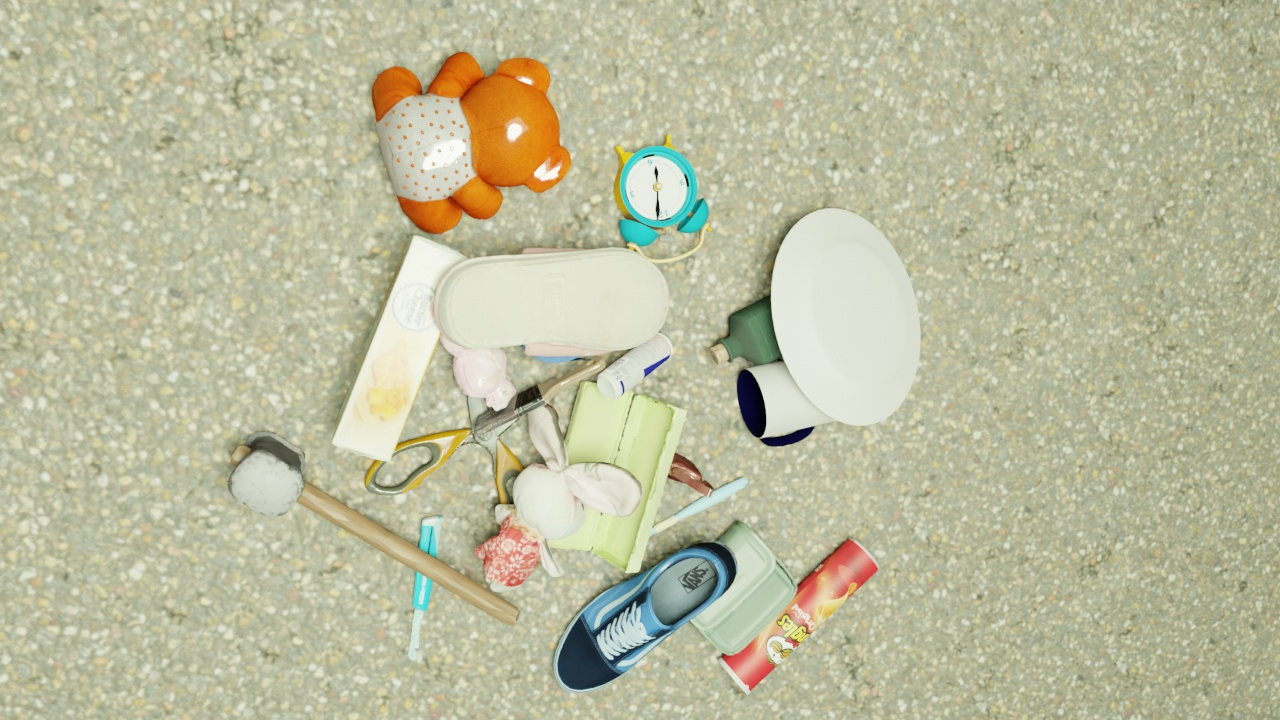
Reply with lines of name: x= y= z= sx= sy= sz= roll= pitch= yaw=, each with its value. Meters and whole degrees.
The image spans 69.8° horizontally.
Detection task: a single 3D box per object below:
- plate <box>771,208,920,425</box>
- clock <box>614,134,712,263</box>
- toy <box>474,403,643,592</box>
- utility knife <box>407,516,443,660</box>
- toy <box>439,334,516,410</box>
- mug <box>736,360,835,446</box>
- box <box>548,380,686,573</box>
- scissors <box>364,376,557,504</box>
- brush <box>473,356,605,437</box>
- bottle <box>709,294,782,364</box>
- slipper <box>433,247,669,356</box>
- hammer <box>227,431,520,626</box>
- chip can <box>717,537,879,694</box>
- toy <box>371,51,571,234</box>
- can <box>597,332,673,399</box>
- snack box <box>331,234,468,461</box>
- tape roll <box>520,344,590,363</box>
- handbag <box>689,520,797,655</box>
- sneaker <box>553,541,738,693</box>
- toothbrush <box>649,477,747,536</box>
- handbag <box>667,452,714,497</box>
plate: x=0.235 y=-0.050 z=1.005 sx=0.242 sy=0.016 sz=0.242 roll=7 pitch=78 yaw=-36
clock: x=0.020 y=-0.168 z=0.966 sx=0.099 sy=0.044 sz=0.129 roll=-17 pitch=95 yaw=-14
toy: x=-0.099 y=0.157 z=0.929 sx=0.159 sy=0.084 sz=0.194 roll=35 pitch=100 yaw=25
utility knife: x=-0.227 y=0.241 z=0.968 sx=0.022 sy=0.015 sz=0.162 roll=6 pitch=99 yaw=-16
toy: x=-0.166 y=-0.001 z=0.917 sx=0.047 sy=0.063 sz=0.110 roll=-14 pitch=118 yaw=21
mug: x=0.167 y=0.051 z=1.029 sx=0.096 sy=0.078 sz=0.112 roll=-11 pitch=129 yaw=-15
box: x=-0.029 y=0.123 z=0.991 sx=0.127 sy=0.066 sz=0.188 roll=14 pitch=93 yaw=1
scissors: x=-0.168 y=0.101 z=0.963 sx=0.225 sy=0.016 sz=0.230 roll=-33 pitch=105 yaw=-12
brush: x=-0.103 y=0.035 z=0.937 sx=0.151 sy=0.039 sz=0.012 roll=-28 pitch=115 yaw=-2
bottle: x=0.137 y=-0.033 z=1.009 sx=0.131 sy=0.061 sz=0.061 roll=-27 pitch=102 yaw=-11
slipper: x=-0.083 y=-0.059 z=0.903 sx=0.273 sy=0.054 sz=0.114 roll=-2 pitch=103 yaw=-41
hammer: x=-0.255 y=0.177 z=0.910 sx=0.328 sy=0.098 sz=0.052 roll=37 pitch=86 yaw=-21
chip can: x=0.187 y=0.298 z=1.079 sx=0.214 sy=0.052 sz=0.052 roll=-41 pitch=107 yaw=-8
toy: x=-0.161 y=-0.215 z=0.885 sx=0.172 sy=0.093 sz=0.164 roll=-13 pitch=99 yaw=-2
can: x=-0.006 y=0.006 z=0.966 sx=0.095 sy=0.032 sz=0.032 roll=-38 pitch=109 yaw=-38
snack box: x=-0.230 y=-0.016 z=0.879 sx=0.057 sy=0.104 sz=0.208 roll=21 pitch=92 yaw=-18
tape roll: x=-0.087 y=-0.044 z=0.964 sx=0.091 sy=0.016 sz=0.093 roll=3 pitch=97 yaw=-17
handbag: x=0.103 y=0.259 z=1.040 sx=0.121 sy=0.067 sz=0.106 roll=-42 pitch=106 yaw=-7
sneaker: x=-0.007 y=0.270 z=0.965 sx=0.241 sy=0.098 sz=0.083 roll=-38 pitch=75 yaw=10
toothbrush: x=0.055 y=0.173 z=1.039 sx=0.155 sy=0.016 sz=0.022 roll=-28 pitch=137 yaw=-10
handbag: x=0.052 y=0.126 z=0.976 sx=0.055 sy=0.120 sz=0.029 roll=25 pitch=90 yaw=-19
